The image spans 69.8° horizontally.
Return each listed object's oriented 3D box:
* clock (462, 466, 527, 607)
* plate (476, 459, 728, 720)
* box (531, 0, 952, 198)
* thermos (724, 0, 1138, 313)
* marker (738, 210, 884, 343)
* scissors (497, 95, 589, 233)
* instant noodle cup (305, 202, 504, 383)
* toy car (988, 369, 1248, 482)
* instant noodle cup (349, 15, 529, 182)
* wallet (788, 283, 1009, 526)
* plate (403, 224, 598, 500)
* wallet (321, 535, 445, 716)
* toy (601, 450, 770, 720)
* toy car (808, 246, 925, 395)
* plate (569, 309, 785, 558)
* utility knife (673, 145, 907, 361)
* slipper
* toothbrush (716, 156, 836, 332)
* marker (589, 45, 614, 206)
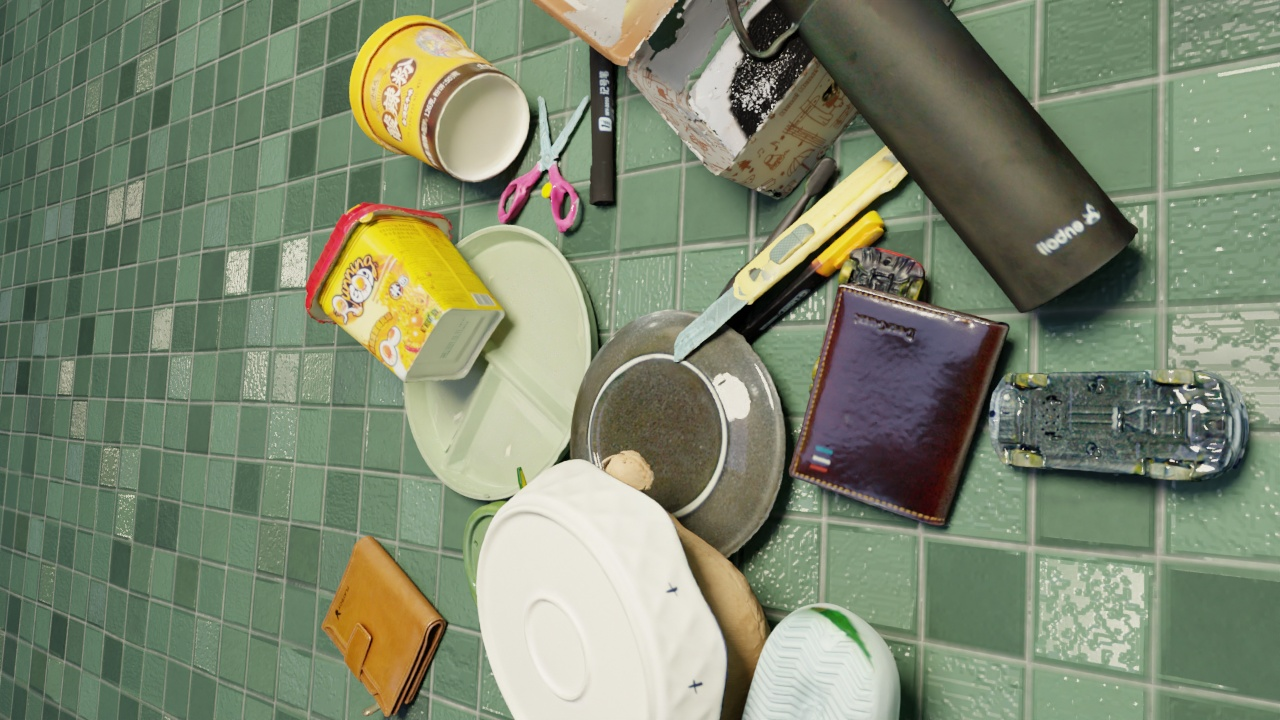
[{"bbox_3d":[-0.079,0.170,0.683,0.116,0.056,0.161,35,126,37],"label":"clock"},{"bbox_3d":[-0.035,0.165,0.548,0.205,0.045,0.205,15,110,47],"label":"plate"},{"bbox_3d":[0.046,-0.251,0.593,0.271,0.132,0.180,43,114,4],"label":"box"},{"bbox_3d":[0.142,-0.133,0.483,0.090,0.068,0.242,-40,86,16],"label":"thermos"},{"bbox_3d":[0.108,-0.050,0.595,0.124,0.018,0.015,-43,56,29],"label":"marker"},{"bbox_3d":[-0.082,-0.161,0.766,0.132,0.017,0.133,-25,66,37],"label":"scissors"},{"bbox_3d":[-0.187,-0.050,0.748,0.123,0.115,0.116,44,112,21],"label":"instant noodle cup"},{"bbox_3d":[0.239,0.032,0.469,0.121,0.036,0.054,-2,84,49],"label":"toy car"},{"bbox_3d":[-0.164,-0.214,0.773,0.114,0.118,0.118,37,108,33],"label":"instant noodle cup"},{"bbox_3d":[0.147,0.025,0.532,0.096,0.020,0.122,18,104,21],"label":"wallet"},{"bbox_3d":[-0.120,0.002,0.769,0.231,0.027,0.230,-5,82,38],"label":"plate"},{"bbox_3d":[-0.238,0.246,0.838,0.131,0.035,0.119,33,100,37],"label":"wallet"},{"bbox_3d":[0.020,0.162,0.574,0.143,0.082,0.226,13,113,25],"label":"toy"},{"bbox_3d":[0.136,-0.015,0.556,0.049,0.031,0.106,19,104,21],"label":"toy car"},{"bbox_3d":[0.014,0.053,0.621,0.180,0.024,0.179,-5,82,36],"label":"plate"},{"bbox_3d":[0.098,-0.070,0.585,0.208,0.021,0.031,-45,45,17],"label":"utility knife"},{"bbox_3d":[0.105,0.246,0.526,0.104,0.074,0.246,24,117,44],"label":"slipper"},{"bbox_3d":[0.068,-0.045,0.624,0.026,0.027,0.213,30,108,-8],"label":"toothbrush"},{"bbox_3d":[-0.030,-0.187,0.723,0.022,0.020,0.132,-8,81,51],"label":"marker"}]
